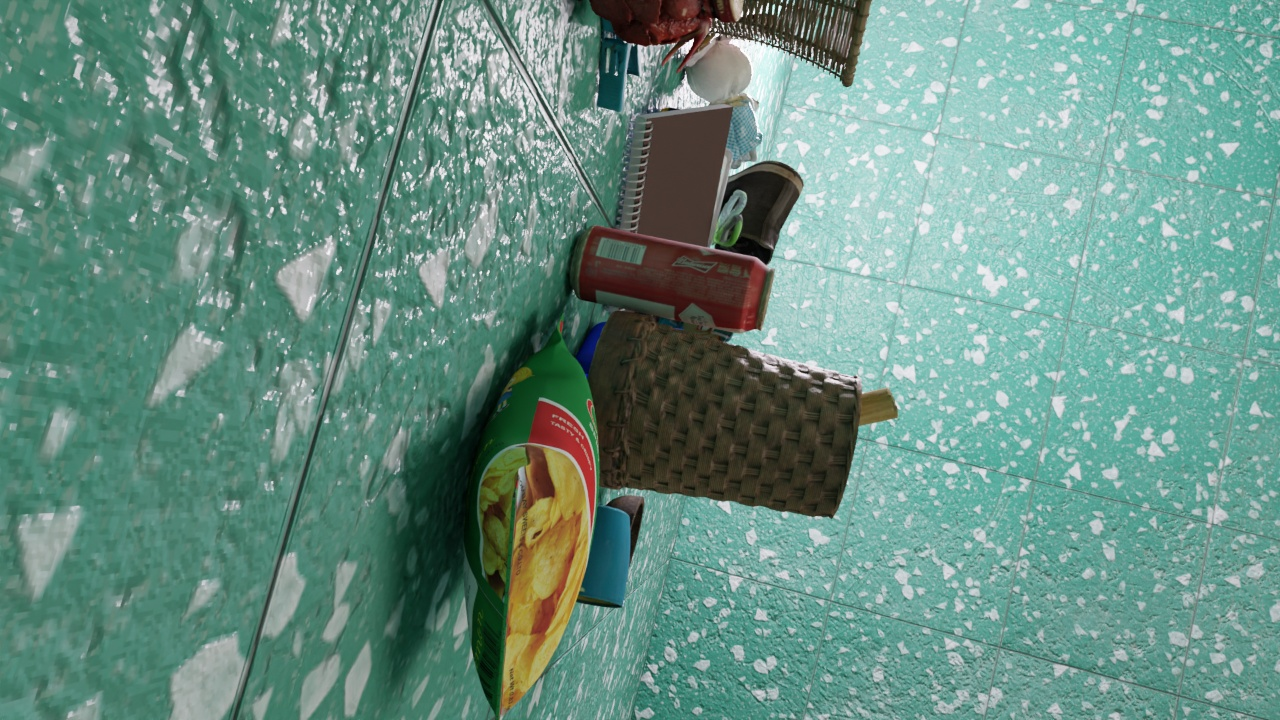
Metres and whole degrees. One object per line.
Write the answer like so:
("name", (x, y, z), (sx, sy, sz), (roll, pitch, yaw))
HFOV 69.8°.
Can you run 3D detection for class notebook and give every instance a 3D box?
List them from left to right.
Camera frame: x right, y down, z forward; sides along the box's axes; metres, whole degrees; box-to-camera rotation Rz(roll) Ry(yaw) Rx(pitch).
("notebook", (0.030, -0.159, 0.974), (0.171, 0.022, 0.209), (-26, 133, -49))

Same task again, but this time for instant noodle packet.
("instant noodle packet", (-0.076, 0.104, 0.647), (0.252, 0.090, 0.196), (-86, -176, -64))

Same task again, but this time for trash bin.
("trash bin", (0.066, 0.049, 0.769), (0.151, 0.210, 0.151), (13, 88, -83))

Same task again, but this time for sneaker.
("sneaker", (0.112, -0.171, 1.223), (0.235, 0.095, 0.119), (-9, -128, 54))

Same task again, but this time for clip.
("clip", (-0.010, -0.274, 0.728), (0.127, 0.028, 0.113), (90, 14, -57))

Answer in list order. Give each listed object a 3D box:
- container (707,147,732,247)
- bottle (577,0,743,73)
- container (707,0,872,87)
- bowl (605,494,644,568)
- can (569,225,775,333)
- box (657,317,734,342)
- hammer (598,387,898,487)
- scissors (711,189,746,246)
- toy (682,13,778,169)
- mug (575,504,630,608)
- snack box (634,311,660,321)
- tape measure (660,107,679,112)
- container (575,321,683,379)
("container", (0.054, -0.201, 1.090), (0.049, 0.081, 0.129), (17, 86, -70))
("bottle", (0.011, -0.254, 0.614), (0.099, 0.111, 0.099), (3, 89, -77))
("container", (0.132, -0.396, 0.876), (0.227, 0.196, 0.227), (15, 89, -81))
("bowl", (-0.038, 0.234, 1.226), (0.121, 0.056, 0.121), (15, 89, -81))
("can", (0.027, -0.069, 0.790), (0.067, 0.170, 0.067), (13, 89, -81))
("box", (0.032, 0.003, 1.111), (0.227, 0.074, 0.181), (-62, -166, 1))
("hammer", (0.073, 0.076, 0.863), (0.132, 0.330, 0.033), (-96, 171, -57))
("scissors", (0.087, -0.145, 1.123), (0.176, 0.033, 0.072), (130, -32, -65))
("toy", (0.107, -0.325, 1.116), (0.105, 0.131, 0.206), (56, -12, 45))
("mug", (-0.059, 0.222, 1.047), (0.112, 0.084, 0.104), (-31, -136, 61))
("snack box", (0.025, -0.090, 1.129), (0.088, 0.033, 0.154), (-58, 170, -4))
("tape measure", (0.034, -0.251, 1.028), (0.068, 0.030, 0.058), (92, 16, -55))
("container", (-0.005, 0.005, 0.902), (0.096, 0.114, 0.058), (-65, 157, -53))
